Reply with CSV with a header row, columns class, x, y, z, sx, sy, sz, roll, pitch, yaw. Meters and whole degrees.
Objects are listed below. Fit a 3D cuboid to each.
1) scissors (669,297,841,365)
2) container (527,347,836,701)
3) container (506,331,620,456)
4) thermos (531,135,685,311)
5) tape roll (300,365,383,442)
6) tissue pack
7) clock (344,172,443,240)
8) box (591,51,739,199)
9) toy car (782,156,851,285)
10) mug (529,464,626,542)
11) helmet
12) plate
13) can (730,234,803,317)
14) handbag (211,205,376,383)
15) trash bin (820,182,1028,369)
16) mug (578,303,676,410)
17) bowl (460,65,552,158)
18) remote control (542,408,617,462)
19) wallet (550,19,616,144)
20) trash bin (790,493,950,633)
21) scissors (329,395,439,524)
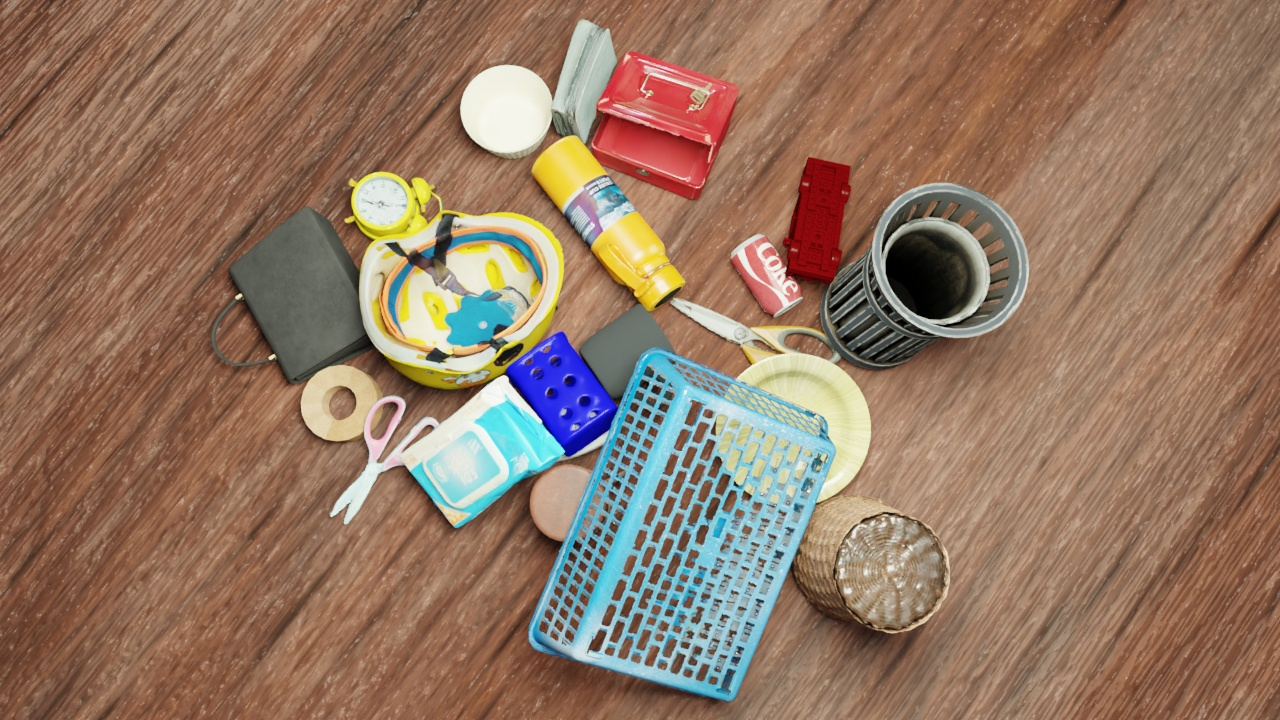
class,x,y,z,sx,sy,sz,roll,pitch,yaw
scissors,0.134,-0.016,1.149,0.229,0.016,0.114,21,82,3
container,0.061,0.196,1.014,0.257,0.089,0.362,22,91,-20
container,-0.089,0.042,1.080,0.084,0.085,0.113,-35,75,-8
thermos,-0.043,-0.164,1.139,0.091,0.076,0.232,-34,82,-31
tape roll,-0.368,0.054,1.134,0.094,0.027,0.094,0,81,0
tissue pack,-0.190,0.111,1.062,0.210,0.065,0.117,-35,92,34
clock,-0.309,-0.193,1.157,0.118,0.057,0.083,5,82,-8
box,0.030,-0.296,1.161,0.157,0.127,0.136,21,61,6
toy car,0.217,-0.167,1.139,0.070,0.062,0.169,13,64,2
mug,-0.067,0.160,1.079,0.123,0.110,0.096,-31,88,-4
helmet,-0.203,-0.061,1.095,0.239,0.140,0.209,-21,65,-12
plate,0.183,0.082,1.116,0.184,0.036,0.184,0,95,0
can,0.158,-0.105,1.144,0.054,0.054,0.096,-32,83,-5
handbag,-0.440,-0.059,1.135,0.196,0.072,0.175,-31,83,0
trash bin,0.304,-0.079,1.046,0.164,0.228,0.164,1,78,-6
mug,-0.007,0.006,1.110,0.094,0.085,0.121,-34,78,-4
bowl,-0.166,-0.309,1.171,0.115,0.062,0.115,0,81,0
remote control,-0.083,0.088,1.128,0.114,0.028,0.060,-19,80,-3
wallet,-0.074,-0.349,1.160,0.054,0.100,0.131,13,80,10
trash bin,0.257,0.223,1.016,0.151,0.210,0.151,0,81,-1
scissors,-0.311,0.135,1.124,0.101,0.016,0.178,27,91,-18
